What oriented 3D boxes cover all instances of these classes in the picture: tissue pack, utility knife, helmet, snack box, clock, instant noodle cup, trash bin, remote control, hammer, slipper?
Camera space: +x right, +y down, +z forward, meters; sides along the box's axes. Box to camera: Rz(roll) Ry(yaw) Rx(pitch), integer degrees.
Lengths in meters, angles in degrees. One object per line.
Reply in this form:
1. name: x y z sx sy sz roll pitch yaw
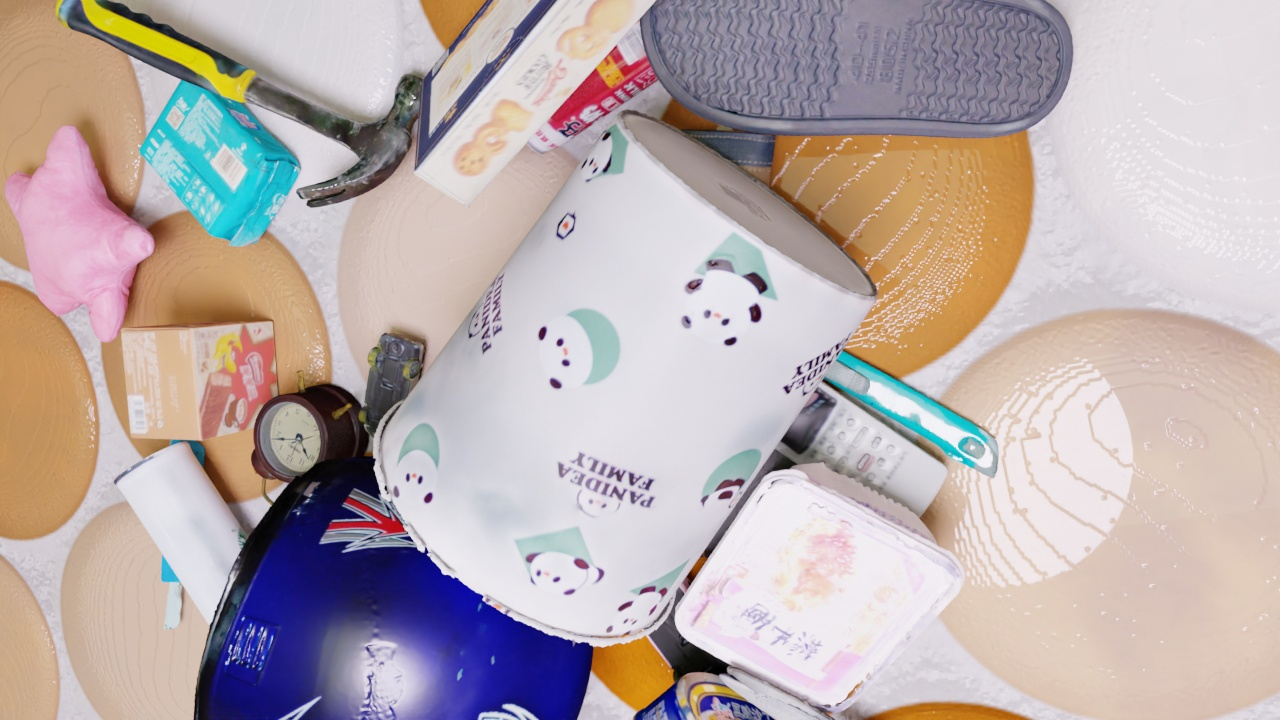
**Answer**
1. tissue pack: -0.361 -0.173 0.784 0.133 0.050 0.093 46 108 11
2. utility knife: 0.149 0.014 0.638 0.223 0.013 0.029 31 106 14
3. helmet: -0.161 0.218 0.662 0.240 0.246 0.316 23 134 -1
4. snack box: -0.080 -0.213 0.616 0.045 0.182 0.178 35 112 -31
5. clock: -0.286 0.074 0.781 0.082 0.055 0.122 31 102 14
6. utility knife: -0.436 0.166 0.865 0.034 0.018 0.194 12 99 12
7. instant noodle cup: 0.116 0.144 0.614 0.138 0.060 0.174 28 127 3
8. trash bin: -0.003 0.003 0.571 0.229 0.229 0.252 40 111 12
9. remote control: 0.134 0.055 0.633 0.150 0.021 0.058 35 97 14
10. hammer: -0.332 -0.225 0.736 0.323 0.032 0.126 25 80 9
11. slipper: 0.132 -0.199 0.594 0.268 0.083 0.111 8 107 1
12. snack box: -0.374 0.014 0.786 0.077 0.094 0.093 0 96 20

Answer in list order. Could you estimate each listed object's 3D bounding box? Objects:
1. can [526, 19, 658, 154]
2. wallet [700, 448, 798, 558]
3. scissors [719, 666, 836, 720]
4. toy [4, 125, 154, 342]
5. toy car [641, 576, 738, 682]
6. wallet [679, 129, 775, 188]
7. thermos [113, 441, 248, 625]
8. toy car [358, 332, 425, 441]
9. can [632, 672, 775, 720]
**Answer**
1. can: -0.031 -0.204 0.658 0.133 0.053 0.053 -29 86 21
2. wallet: 0.104 0.105 0.663 0.122 0.020 0.096 5 98 17
3. scissors: 0.164 0.260 0.627 0.143 0.021 0.235 -36 100 27
4. toy: -0.522 -0.110 0.840 0.194 0.074 0.179 48 119 13
5. toy car: 0.030 0.197 0.690 0.056 0.037 0.122 -41 81 17
6. wallet: 0.048 -0.106 0.653 0.090 0.033 0.115 8 100 22
7. thermos: -0.370 0.182 0.812 0.073 0.073 0.224 -33 91 20
8. toy car: -0.202 0.024 0.756 0.042 0.035 0.090 18 102 19
9. can: 0.060 0.265 0.637 0.049 0.148 0.074 -45 41 16
